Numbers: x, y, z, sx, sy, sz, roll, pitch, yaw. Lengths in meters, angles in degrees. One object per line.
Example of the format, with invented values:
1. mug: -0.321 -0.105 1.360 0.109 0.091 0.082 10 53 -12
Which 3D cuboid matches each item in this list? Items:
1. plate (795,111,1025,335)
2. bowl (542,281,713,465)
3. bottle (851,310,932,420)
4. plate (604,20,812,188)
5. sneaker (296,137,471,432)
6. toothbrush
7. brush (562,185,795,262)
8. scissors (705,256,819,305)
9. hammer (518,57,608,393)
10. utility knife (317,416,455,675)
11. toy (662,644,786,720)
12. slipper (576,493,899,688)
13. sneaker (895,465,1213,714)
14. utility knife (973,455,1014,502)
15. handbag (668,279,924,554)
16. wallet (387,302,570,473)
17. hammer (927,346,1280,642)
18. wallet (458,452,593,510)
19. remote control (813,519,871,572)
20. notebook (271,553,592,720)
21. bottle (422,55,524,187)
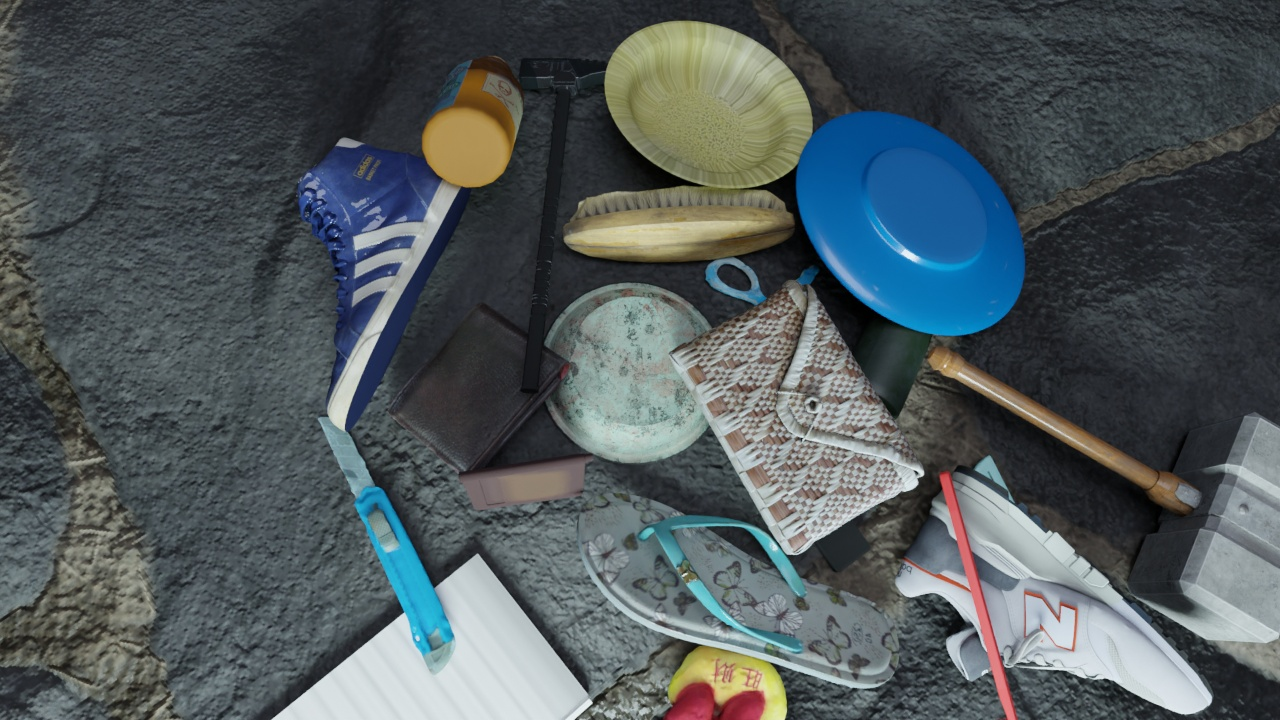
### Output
1. plate: 0.238 -0.127 0.778 0.224 0.024 0.224 8 63 -17
2. bowl: -0.005 0.005 0.747 0.157 0.039 0.157 1 75 -5
3. bottle: 0.222 -0.032 0.772 0.055 0.055 0.173 29 69 3
4. plate: 0.056 -0.215 0.801 0.184 0.036 0.184 6 62 -11
5. sneaker: -0.234 -0.074 0.719 0.118 0.091 0.232 24 74 -4
6. toothbrush: 0.245 0.187 0.672 0.018 0.012 0.212 -17 75 23
7. brush: 0.032 -0.115 0.773 0.195 0.059 0.043 -3 63 -3
8. scissors: 0.108 -0.031 0.783 0.134 0.011 0.139 25 74 0
9. hammer: -0.066 -0.121 0.745 0.095 0.015 0.324 1 63 4
10. utility knife: -0.197 0.135 0.706 0.031 0.015 0.221 -28 73 -15
11. toy: 0.059 0.278 0.673 0.105 0.067 0.137 -2 69 -8
12. slipper: 0.075 0.173 0.689 0.269 0.055 0.098 25 51 0
13. sneaker: 0.297 0.203 0.704 0.124 0.089 0.240 -44 75 0
14. utility knife: 0.318 0.157 0.754 0.022 0.015 0.166 -25 82 -12
15. handbag: 0.119 0.040 0.700 0.124 0.047 0.185 -30 81 -3
16. wallet: -0.128 0.023 0.723 0.099 0.031 0.119 34 76 26
17. hammer: 0.373 0.074 0.742 0.317 0.083 0.162 31 75 3
18. wallet: -0.083 0.089 0.678 0.091 0.116 0.018 -7 75 -8
19. remote control: 0.130 0.100 0.748 0.034 0.013 0.150 -33 81 -12
20. notebook: -0.161 0.267 0.680 0.209 0.009 0.142 -38 81 -13
21. bottle: -0.131 -0.207 0.752 0.068 0.068 0.156 6 39 -4
